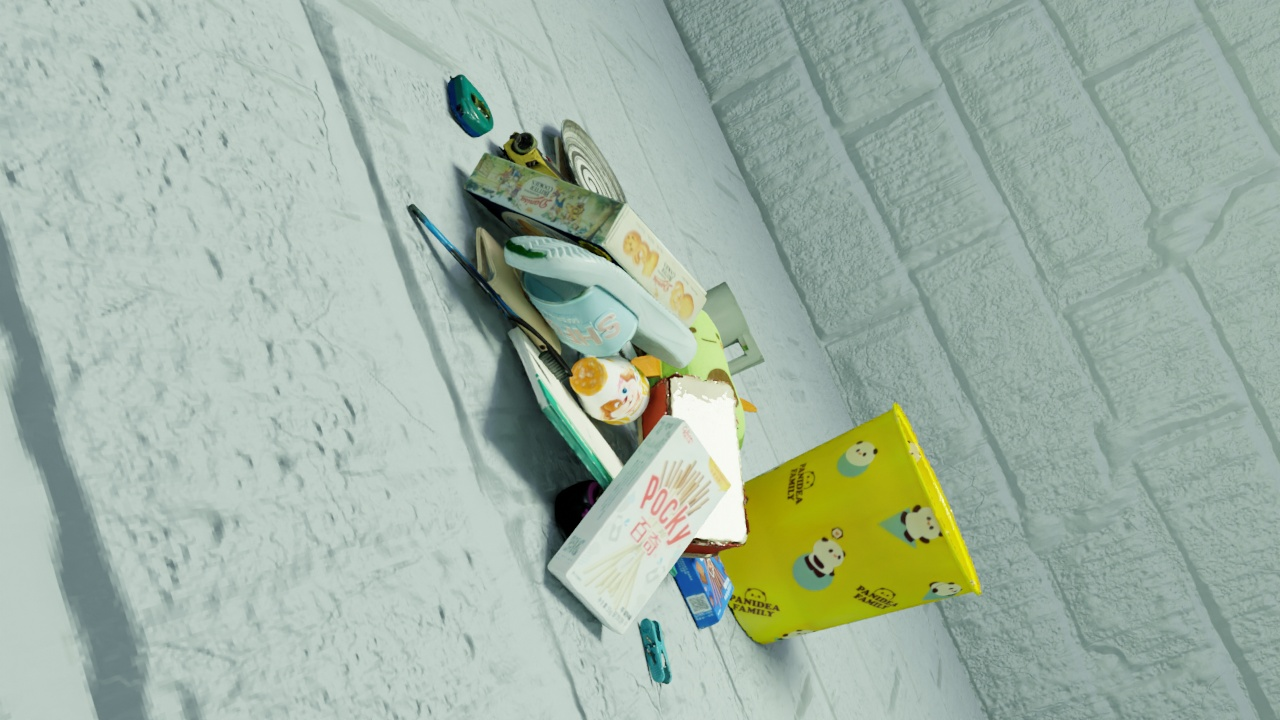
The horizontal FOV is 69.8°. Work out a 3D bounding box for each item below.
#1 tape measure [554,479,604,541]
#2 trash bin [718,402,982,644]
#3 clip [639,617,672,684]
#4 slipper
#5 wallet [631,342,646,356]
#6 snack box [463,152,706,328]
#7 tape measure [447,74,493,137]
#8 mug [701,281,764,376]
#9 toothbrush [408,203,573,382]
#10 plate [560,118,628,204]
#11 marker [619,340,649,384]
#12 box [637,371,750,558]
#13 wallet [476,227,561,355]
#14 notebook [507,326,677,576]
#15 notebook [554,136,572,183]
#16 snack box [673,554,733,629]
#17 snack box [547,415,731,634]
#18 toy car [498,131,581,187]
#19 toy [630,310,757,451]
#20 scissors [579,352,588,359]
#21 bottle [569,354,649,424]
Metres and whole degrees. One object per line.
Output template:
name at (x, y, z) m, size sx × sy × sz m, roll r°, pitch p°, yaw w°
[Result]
tape measure at (-0.041, 0.126, 0.744) m, size 0.058 × 0.039 × 0.057 m, roll 60°, pitch 18°, yaw -16°
trash bin at (0.227, 0.203, 1.072) m, size 0.229 × 0.256 × 0.229 m, roll 55°, pitch 19°, yaw -30°
clip at (0.013, 0.247, 0.782) m, size 0.043 × 0.014 × 0.056 m, roll 39°, pitch 30°, yaw -57°
slipper at (-0.037, -0.039, 0.819) m, size 0.104 × 0.074 × 0.245 m, roll 23°, pitch -7°, yaw 41°
wallet at (0.020, -0.012, 1.166) m, size 0.115 × 0.020 × 0.101 m, roll 57°, pitch 19°, yaw -32°
snack box at (-0.049, -0.111, 0.867) m, size 0.183 × 0.045 × 0.178 m, roll 27°, pitch -7°, yaw 34°
tape measure at (-0.169, -0.253, 0.922) m, size 0.054 × 0.025 × 0.058 m, roll 42°, pitch 29°, yaw -51°
mug at (0.094, -0.031, 1.234) m, size 0.084 × 0.103 × 0.124 m, roll 59°, pitch 6°, yaw -70°
toothbrush at (-0.122, -0.053, 0.743) m, size 0.189 × 0.016 × 0.014 m, roll 47°, pitch 6°, yaw -8°
plate at (-0.061, -0.228, 1.190) m, size 0.179 × 0.024 × 0.179 m, roll 53°, pitch 21°, yaw -31°
marker at (-0.006, 0.006, 1.062) m, size 0.146 × 0.017 × 0.016 m, roll 64°, pitch 17°, yaw -5°
box at (0.056, 0.100, 0.889) m, size 0.091 × 0.077 × 0.168 m, roll 10°, pitch 64°, yaw -30°
wallet at (-0.110, -0.063, 0.823) m, size 0.115 × 0.024 × 0.087 m, roll 51°, pitch 12°, yaw -45°
notebook at (-0.041, 0.077, 0.787) m, size 0.209 × 0.012 × 0.150 m, roll 56°, pitch 1°, yaw -30°
notebook at (-0.052, -0.179, 1.203) m, size 0.207 × 0.008 × 0.147 m, roll 51°, pitch 21°, yaw -40°
snack box at (0.047, 0.187, 0.946) m, size 0.157 × 0.026 × 0.084 m, roll 65°, pitch 17°, yaw -1°
snack box at (0.003, 0.128, 0.725) m, size 0.156 × 0.027 × 0.085 m, roll -50°, pitch 125°, yaw -21°
toy car at (-0.089, -0.180, 0.954) m, size 0.156 × 0.041 × 0.071 m, roll 47°, pitch 1°, yaw 23°
toy at (0.064, 0.040, 1.040) m, size 0.226 × 0.090 × 0.246 m, roll 24°, pitch 46°, yaw -49°
scissors at (-0.057, -0.023, 0.956) m, size 0.133 × 0.017 × 0.057 m, roll -83°, pitch 150°, yaw -54°
bottle at (-0.032, 0.025, 0.863) m, size 0.108 × 0.063 × 0.063 m, roll 35°, pitch 34°, yaw -69°
